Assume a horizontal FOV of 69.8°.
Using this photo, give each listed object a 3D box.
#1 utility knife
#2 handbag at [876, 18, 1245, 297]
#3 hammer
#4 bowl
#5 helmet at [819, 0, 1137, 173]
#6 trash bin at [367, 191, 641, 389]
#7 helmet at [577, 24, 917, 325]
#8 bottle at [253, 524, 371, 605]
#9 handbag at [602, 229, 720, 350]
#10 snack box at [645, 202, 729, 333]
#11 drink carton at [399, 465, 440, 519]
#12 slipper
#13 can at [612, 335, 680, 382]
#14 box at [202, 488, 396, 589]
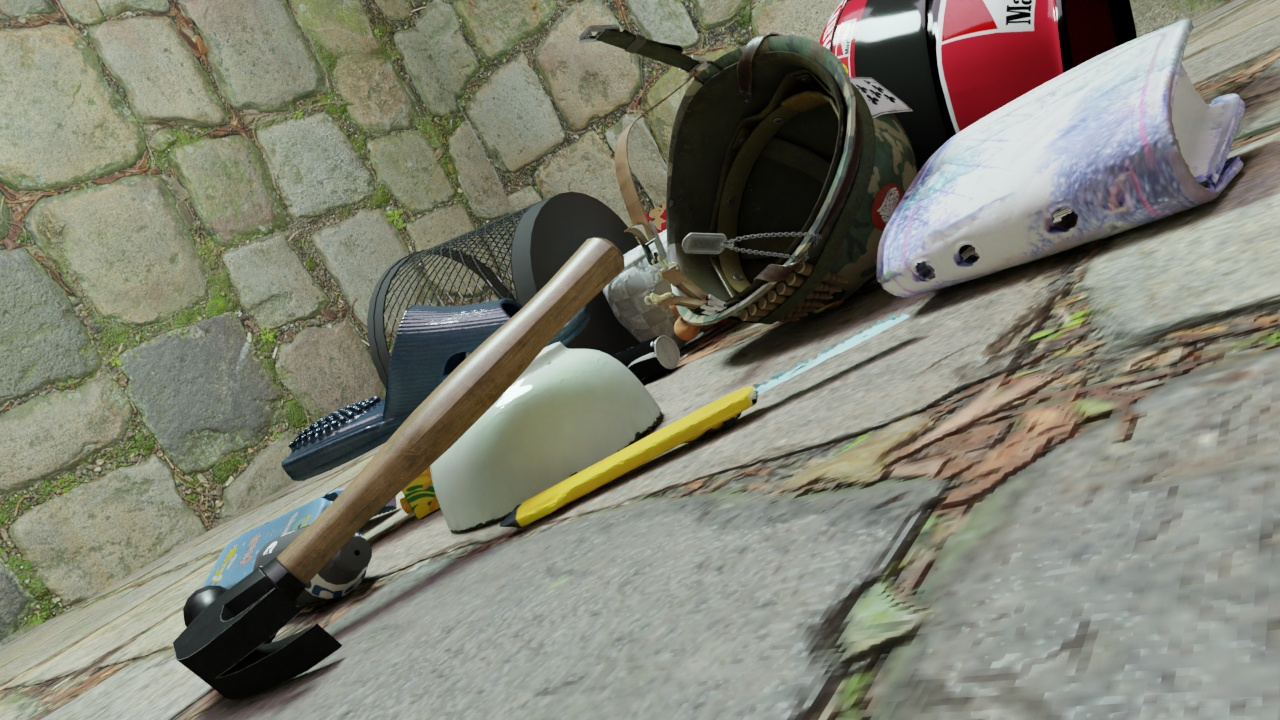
[{"bbox_3d":[0.028,0.031,0.457,0.228,0.019,0.030,-31,11,11],"label":"utility knife"},{"bbox_3d":[0.211,-0.090,0.473,0.159,0.069,0.126,-22,22,49],"label":"handbag"},{"bbox_3d":[-0.114,0.041,0.488,0.304,0.040,0.132,-47,22,-20],"label":"hammer"},{"bbox_3d":[-0.070,0.039,0.584,0.153,0.073,0.153,-28,7,3],"label":"bowl"},{"bbox_3d":[0.247,-0.227,0.716,0.225,0.198,0.270,-6,38,41],"label":"helmet"},{"bbox_3d":[-0.127,-0.047,0.964,0.228,0.218,0.217,-19,10,36],"label":"trash bin"},{"bbox_3d":[0.075,-0.121,0.628,0.236,0.192,0.225,1,-16,-13],"label":"helmet"},{"bbox_3d":[-0.195,0.122,0.554,0.113,0.047,0.046,-22,8,45],"label":"bottle"},{"bbox_3d":[0.054,-0.075,0.850,0.172,0.112,0.123,-35,27,11],"label":"handbag"},{"bbox_3d":[0.101,-0.122,0.922,0.152,0.132,0.035,-27,6,7],"label":"snack box"},{"bbox_3d":[-0.132,0.066,0.699,0.122,0.058,0.041,-28,5,-3],"label":"drink carton"},{"bbox_3d":[-0.165,0.002,0.690,0.264,0.082,0.101,-26,9,8],"label":"slipper"},{"bbox_3d":[-0.005,0.005,0.789,0.081,0.031,0.031,-23,7,42],"label":"can"},{"bbox_3d":[-0.315,0.157,0.822,0.210,0.047,0.121,-25,5,39],"label":"box"}]
